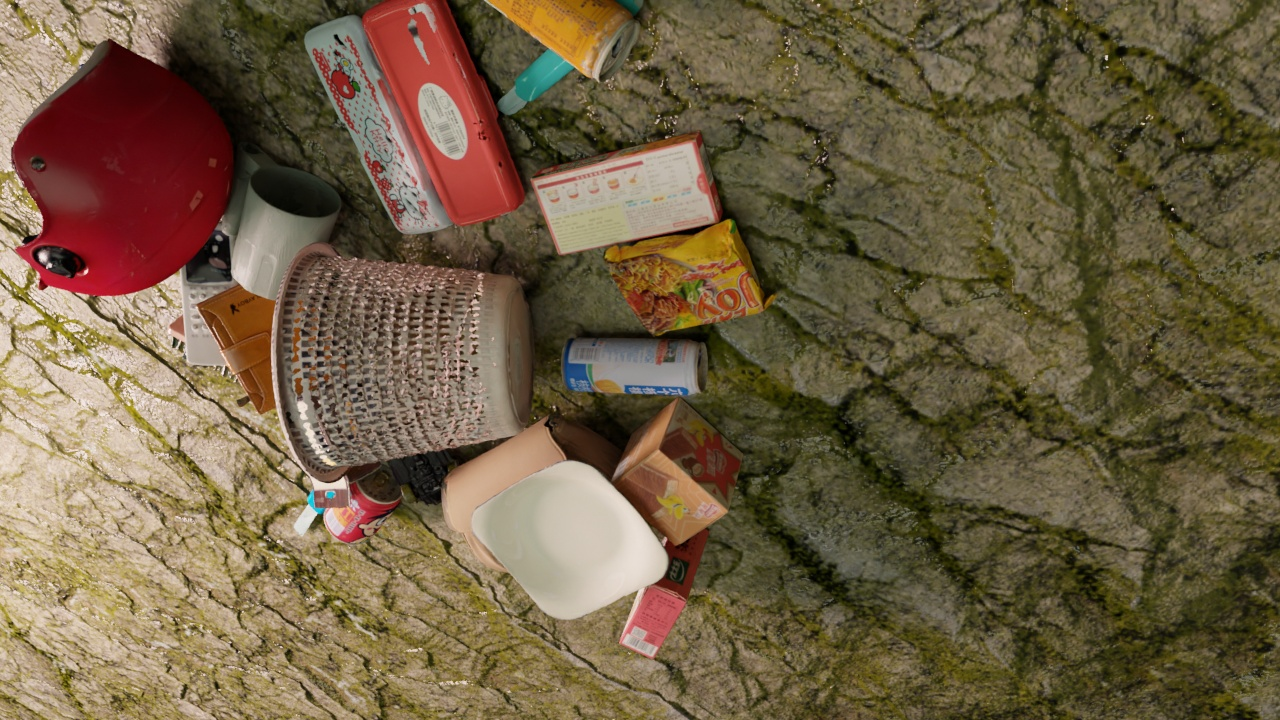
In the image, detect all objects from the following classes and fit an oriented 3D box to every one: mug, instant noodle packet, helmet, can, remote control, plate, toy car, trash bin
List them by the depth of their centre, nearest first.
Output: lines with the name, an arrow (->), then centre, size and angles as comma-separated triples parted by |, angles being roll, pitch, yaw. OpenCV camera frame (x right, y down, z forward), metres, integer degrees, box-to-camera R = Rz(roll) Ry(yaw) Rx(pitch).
can -> -0.074, -0.279, 0.706 | 0.146, 0.058, 0.058 | 37, 125, 3
instant noodle packet -> 0.046, -0.070, 0.815 | 0.129, 0.044, 0.111 | -11, 138, 24
helmet -> -0.458, -0.152, 0.843 | 0.144, 0.206, 0.241 | 18, 130, -16
trash bin -> -0.206, -0.001, 0.861 | 0.192, 0.227, 0.228 | -2, 122, 4
can -> -0.005, 0.005, 0.883 | 0.135, 0.053, 0.053 | 1, 122, 16
mug -> -0.358, -0.134, 0.890 | 0.124, 0.083, 0.104 | 41, 123, 17
plate -> -0.067, 0.173, 0.909 | 0.164, 0.034, 0.164 | -30, 107, 24
remote control -> -0.444, -0.069, 0.951 | 0.058, 0.021, 0.150 | -1, 99, -3
toy car -> -0.251, 0.095, 1.018 | 0.070, 0.042, 0.158 | -24, 116, -2
can -> -0.323, 0.165, 1.076 | 0.066, 0.066, 0.094 | 37, 124, -8

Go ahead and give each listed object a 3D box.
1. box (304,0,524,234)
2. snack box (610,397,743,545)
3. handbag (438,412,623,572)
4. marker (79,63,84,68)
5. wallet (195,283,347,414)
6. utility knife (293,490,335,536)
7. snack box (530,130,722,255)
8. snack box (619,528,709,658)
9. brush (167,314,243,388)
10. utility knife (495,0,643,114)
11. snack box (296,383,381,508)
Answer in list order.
box -> -0.201, -0.211, 0.813 | 0.161, 0.049, 0.201 | -8, 118, 26
snack box -> 0.038, 0.109, 0.913 | 0.094, 0.092, 0.077 | 42, 123, -11
handbag -> -0.111, 0.149, 0.979 | 0.205, 0.099, 0.148 | -30, 115, 24
marker -> -0.528, -0.223, 0.921 | 0.017, 0.016, 0.146 | 4, 123, 15
wallet -> -0.385, -0.020, 0.953 | 0.035, 0.118, 0.131 | 12, 129, 57
utility knife -> -0.385, 0.160, 1.123 | 0.034, 0.018, 0.209 | 36, 126, -8
snack box -> -0.012, -0.144, 0.806 | 0.156, 0.026, 0.077 | -8, 119, 22
snack box -> 0.030, 0.235, 0.983 | 0.044, 0.113, 0.127 | 25, 125, 2
brush -> -0.431, -0.013, 0.998 | 0.145, 0.063, 0.073 | 31, 123, -5
utility knife -> -0.061, -0.256, 0.758 | 0.179, 0.013, 0.029 | -29, 107, 34
snack box -> -0.342, 0.094, 1.004 | 0.113, 0.053, 0.125 | -11, 105, 52
